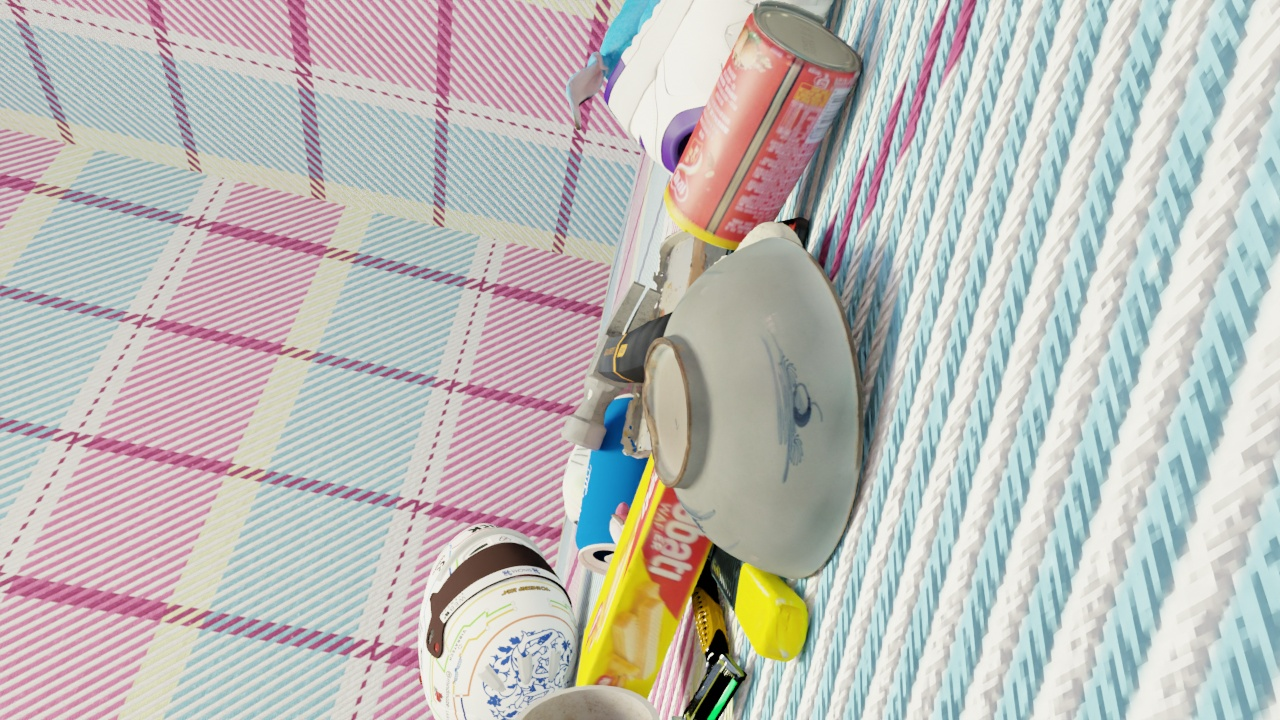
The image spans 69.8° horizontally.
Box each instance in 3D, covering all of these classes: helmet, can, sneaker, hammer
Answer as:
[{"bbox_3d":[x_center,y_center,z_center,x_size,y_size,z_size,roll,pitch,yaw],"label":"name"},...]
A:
[{"bbox_3d":[-0.206,0.422,1.373,0.236,0.230,0.314,16,99,53],"label":"helmet"},{"bbox_3d":[-0.008,0.106,0.787,0.079,0.079,0.145,110,171,-56],"label":"can"},{"bbox_3d":[0.073,-0.202,0.579,0.245,0.091,0.111,-44,71,45],"label":"sneaker"},{"bbox_3d":[0.066,-0.127,0.515,0.066,0.066,0.125,-83,16,-49],"label":"can"},{"bbox_3d":[-0.004,0.004,0.635,0.313,0.035,0.139,174,118,-81],"label":"hammer"}]

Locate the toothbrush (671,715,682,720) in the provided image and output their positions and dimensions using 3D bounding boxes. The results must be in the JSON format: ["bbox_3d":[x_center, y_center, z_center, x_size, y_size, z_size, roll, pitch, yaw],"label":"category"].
[{"bbox_3d":[0.021,0.250,0.485,0.132,0.016,0.021,-83,-8,-46],"label":"toothbrush"}]

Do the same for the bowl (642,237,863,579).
[{"bbox_3d":[0.036,0.022,0.405,0.151,0.056,0.150,176,91,-73],"label":"bowl"}]

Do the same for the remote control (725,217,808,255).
[{"bbox_3d":[0.078,-0.064,0.588,0.140,0.021,0.045,-155,80,-80],"label":"remote control"}]

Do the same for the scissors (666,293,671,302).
[{"bbox_3d":[0.031,-0.051,0.857,0.125,0.014,0.131,-47,8,-28],"label":"scissors"}]

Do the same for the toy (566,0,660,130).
[{"bbox_3d":[0.034,-0.262,0.696,0.223,0.099,0.192,-31,-3,-29],"label":"toy"}]

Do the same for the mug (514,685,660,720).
[{"bbox_3d":[-0.044,0.248,0.499,0.083,0.119,0.096,-154,58,-66],"label":"mug"}]

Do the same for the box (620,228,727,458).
[{"bbox_3d":[0.038,-0.037,0.734,0.157,0.071,0.216,-37,38,55],"label":"box"}]

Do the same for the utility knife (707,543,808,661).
[{"bbox_3d":[0.049,0.109,0.489,0.234,0.020,0.029,-161,88,-84],"label":"utility knife"}]

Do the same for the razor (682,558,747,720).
[{"bbox_3d":[0.038,0.149,0.513,0.044,0.021,0.144,-63,9,15],"label":"razor"}]

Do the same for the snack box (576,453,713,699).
[{"bbox_3d":[0.010,0.118,0.560,0.092,0.042,0.201,-84,13,-72],"label":"snack box"}]

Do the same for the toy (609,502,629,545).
[{"bbox_3d":[0.002,0.136,0.671,0.050,0.065,0.102,-54,-3,-14],"label":"toy"}]

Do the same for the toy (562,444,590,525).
[{"bbox_3d":[-0.042,0.104,1.146,0.138,0.085,0.209,113,170,-76],"label":"toy"}]

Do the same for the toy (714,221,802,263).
[{"bbox_3d":[0.065,-0.031,0.479,0.112,0.050,0.087,160,119,-68],"label":"toy"}]

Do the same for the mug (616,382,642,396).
[{"bbox_3d":[0.004,0.013,0.896,0.123,0.090,0.076,-54,8,-14],"label":"mug"}]
